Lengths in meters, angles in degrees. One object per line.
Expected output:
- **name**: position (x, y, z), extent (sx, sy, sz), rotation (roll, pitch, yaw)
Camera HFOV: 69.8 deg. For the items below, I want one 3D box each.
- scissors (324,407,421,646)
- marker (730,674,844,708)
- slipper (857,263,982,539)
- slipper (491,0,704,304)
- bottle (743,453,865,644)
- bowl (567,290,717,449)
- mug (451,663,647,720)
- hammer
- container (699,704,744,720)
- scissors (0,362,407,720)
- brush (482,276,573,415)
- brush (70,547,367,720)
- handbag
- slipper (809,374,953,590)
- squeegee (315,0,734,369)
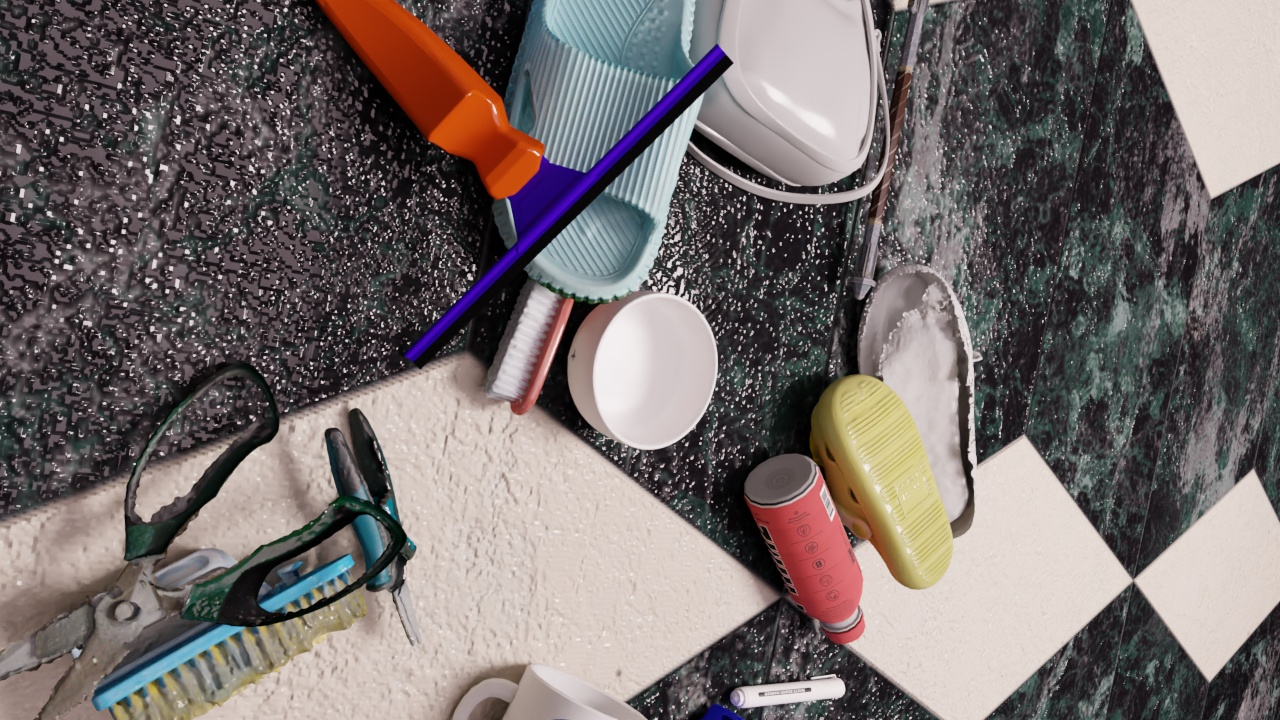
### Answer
- **scissors**: position (-0.149, 0.096, 0.536), extent (0.129, 0.019, 0.138), rotation (56, 29, -59)
- **marker**: position (0.127, 0.284, 0.788), extent (0.133, 0.017, 0.020), rotation (11, 54, -38)
- **slipper**: position (0.248, 0.035, 0.802), extent (0.112, 0.074, 0.247), rotation (-14, 107, -3)
- **slipper**: position (-0.020, -0.173, 0.544), extent (0.116, 0.069, 0.276), rotation (11, 87, -4)
- **bottle**: position (0.142, 0.161, 0.749), extent (0.062, 0.062, 0.177), rotation (-40, 119, -25)
- **bowl**: position (-0.004, 0.004, 0.616), extent (0.104, 0.054, 0.105), rotation (-9, 105, -36)
- **mug**: position (-0.066, 0.254, 0.598), extent (0.121, 0.091, 0.090), rotation (26, 80, -2)
- **hammer**: position (0.210, -0.209, 0.747), extent (0.098, 0.044, 0.322), rotation (10, 92, -38)
- **container**: position (0.053, 0.338, 0.698), extent (0.113, 0.085, 0.084), rotation (-34, 118, -29)
- **scissors**: position (-0.235, 0.083, 0.448), extent (0.208, 0.015, 0.154), rotation (-24, 86, -29)
- **brush**: position (-0.055, -0.049, 0.581), extent (0.030, 0.041, 0.172), rotation (26, 79, -22)
- **brush**: position (-0.215, 0.133, 0.479), extent (0.135, 0.055, 0.075), rotation (-28, 92, -31)
- **handbag**: position (0.107, -0.244, 0.661), extent (0.215, 0.096, 0.222), rotation (22, 71, -39)
- **slipper**: position (0.194, 0.102, 0.767), extent (0.091, 0.082, 0.190), rotation (-32, 98, -34)
- **squeegee**: position (-0.105, -0.142, 0.500), extent (0.250, 0.055, 0.185), rotation (-42, 107, 15)
